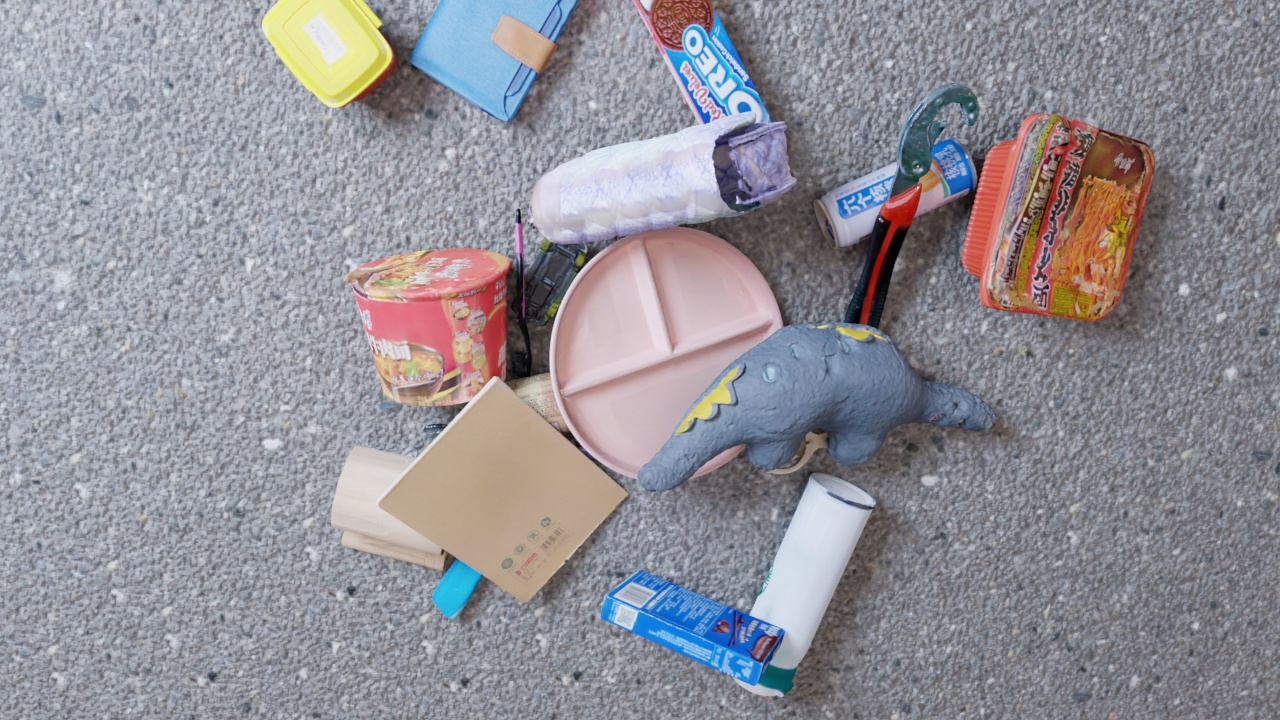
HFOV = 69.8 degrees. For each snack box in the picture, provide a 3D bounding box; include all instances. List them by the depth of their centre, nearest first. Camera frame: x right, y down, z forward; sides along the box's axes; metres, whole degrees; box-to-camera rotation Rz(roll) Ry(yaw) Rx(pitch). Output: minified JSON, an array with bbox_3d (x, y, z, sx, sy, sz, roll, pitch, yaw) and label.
[{"bbox_3d":[-0.250,-0.263,0.763,0.082,0.080,0.091,-38,101,7],"label":"snack box"},{"bbox_3d":[0.042,-0.275,0.785,0.057,0.058,0.207,-29,103,7],"label":"snack box"},{"bbox_3d":[0.050,0.248,0.862,0.157,0.084,0.026,18,102,20],"label":"snack box"}]

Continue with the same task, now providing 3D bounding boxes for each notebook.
[{"bbox_3d":[-0.117,0.125,0.833,0.147,0.008,0.207,-47,129,-4],"label":"notebook"}]

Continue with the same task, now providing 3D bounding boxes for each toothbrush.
[{"bbox_3d":[-0.108,-0.053,0.809,0.018,0.014,0.190,10,132,7],"label":"toothbrush"},{"bbox_3d":[-0.114,0.080,0.879,0.189,0.016,0.014,9,104,-4],"label":"toothbrush"}]

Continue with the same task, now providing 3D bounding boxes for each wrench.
[{"bbox_3d":[0.222,-0.109,0.805,0.056,0.016,0.274,6,124,-13],"label":"wrench"}]

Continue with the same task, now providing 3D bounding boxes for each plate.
[{"bbox_3d":[0.025,-0.005,0.828,0.229,0.028,0.229,-2,95,-22],"label":"plate"}]

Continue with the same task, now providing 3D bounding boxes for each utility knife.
[{"bbox_3d":[-0.144,0.166,0.899,0.034,0.018,0.199,32,96,-6],"label":"utility knife"}]

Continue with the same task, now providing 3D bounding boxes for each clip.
[{"bbox_3d":[0.156,0.088,0.886,0.103,0.035,0.092,16,98,-14],"label":"clip"}]

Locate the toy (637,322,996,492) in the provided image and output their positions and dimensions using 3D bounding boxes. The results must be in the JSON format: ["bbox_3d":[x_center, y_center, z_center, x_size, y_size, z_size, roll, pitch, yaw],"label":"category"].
[{"bbox_3d":[0.164,0.034,0.821,0.355,0.091,0.138,-5,96,-18],"label":"toy"}]

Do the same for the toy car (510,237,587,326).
[{"bbox_3d":[-0.082,-0.077,0.835,0.042,0.035,0.090,28,102,-10],"label":"toy car"}]

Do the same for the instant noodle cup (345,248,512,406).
[{"bbox_3d":[-0.175,-0.029,0.799,0.138,0.137,0.109,-4,111,-2],"label":"instant noodle cup"}]

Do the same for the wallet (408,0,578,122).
[{"bbox_3d":[-0.124,-0.285,0.786,0.106,0.040,0.133,31,101,-4],"label":"wallet"}]

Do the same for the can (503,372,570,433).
[{"bbox_3d":[-0.090,0.042,0.851,0.116,0.058,0.058,-11,103,0],"label":"can"}]

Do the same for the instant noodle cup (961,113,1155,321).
[{"bbox_3d":[0.358,-0.123,0.803,0.188,0.079,0.164,4,103,-31],"label":"instant noodle cup"}]

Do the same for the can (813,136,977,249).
[{"bbox_3d":[0.227,-0.149,0.823,0.134,0.053,0.053,-24,103,3],"label":"can"}]

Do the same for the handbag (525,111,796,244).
[{"bbox_3d":[0.018,-0.146,0.742,0.194,0.133,0.075,-5,107,39],"label":"handbag"}]

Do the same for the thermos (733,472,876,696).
[{"bbox_3d":[0.152,0.223,0.901,0.073,0.073,0.224,20,102,-7],"label":"thermos"}]

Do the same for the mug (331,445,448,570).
[{"bbox_3d":[-0.228,0.144,0.866,0.103,0.084,0.125,14,128,-4],"label":"mug"}]
